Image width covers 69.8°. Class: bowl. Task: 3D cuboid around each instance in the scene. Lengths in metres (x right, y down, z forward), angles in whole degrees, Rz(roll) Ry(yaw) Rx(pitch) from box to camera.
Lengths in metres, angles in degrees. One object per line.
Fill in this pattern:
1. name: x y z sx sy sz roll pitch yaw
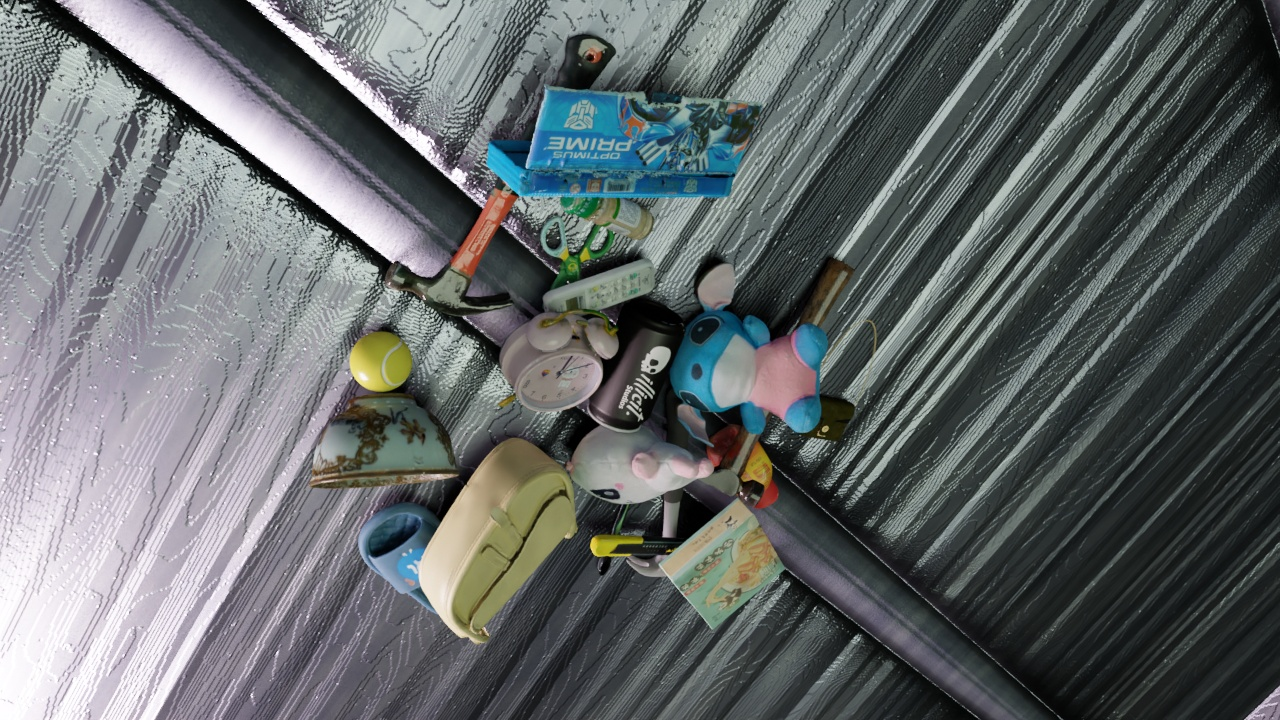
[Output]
1. bowl: -0.284 0.088 1.014 0.159 0.160 0.094 -3 80 -19

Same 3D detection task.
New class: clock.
1. clock: -0.090 -0.006 1.040 0.116 0.058 0.158 7 134 -35

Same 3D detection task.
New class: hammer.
1. hammer: 0.041 0.169 1.239 0.125 0.029 0.311 -7 121 -17
2. hammer: 0.169 0.019 1.165 0.120 0.033 0.330 27 97 -4
3. hammer: -0.131 -0.190 0.960 0.133 0.033 0.334 25 107 -29

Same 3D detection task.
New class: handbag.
1. handbag: -0.167 0.227 1.121 0.232 0.089 0.191 -49 136 -14
2. handbag: 0.274 0.027 1.244 0.084 0.027 0.178 10 113 -25

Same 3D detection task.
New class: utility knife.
1. utility knife: 0.014 0.252 1.248 0.173 0.020 0.029 5 116 -26

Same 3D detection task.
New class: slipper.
1. slipper: -0.275 0.262 1.157 0.104 0.059 0.214 -29 127 0

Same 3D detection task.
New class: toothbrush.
1. toothbrush: -0.028 0.215 1.252 0.014 0.017 0.188 8 113 -29

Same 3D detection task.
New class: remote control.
1. remote control: -0.047 -0.081 1.047 0.133 0.022 0.050 -20 145 -13

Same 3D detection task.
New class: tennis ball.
1. tennis ball: -0.281 0.001 0.994 0.065 0.065 0.065 -9 122 -16

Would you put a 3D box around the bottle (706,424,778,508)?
1. bottle: 0.143 0.149 1.252 0.071 0.048 0.134 -34 125 2

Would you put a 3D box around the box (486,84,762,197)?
1. box: -0.014 -0.222 0.906 0.243 0.114 0.114 -6 122 -30

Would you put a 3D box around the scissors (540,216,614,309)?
1. scissors: -0.086 -0.109 1.033 0.112 0.012 0.131 24 110 -34

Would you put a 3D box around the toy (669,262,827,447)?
1. toy: 0.129 -0.002 1.106 0.191 0.098 0.224 8 96 14

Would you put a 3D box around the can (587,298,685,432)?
1. can: -0.006 0.006 1.091 0.080 0.080 0.146 11 115 -26

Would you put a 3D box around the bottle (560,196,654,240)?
1. bottle: -0.034 -0.163 0.995 0.109 0.042 0.043 17 113 -41

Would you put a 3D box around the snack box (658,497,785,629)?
1. snack box: 0.119 0.290 1.297 0.141 0.044 0.194 -39 140 -6

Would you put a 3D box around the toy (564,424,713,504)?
1. toy: 0.003 0.128 1.127 0.138 0.180 0.101 21 73 -55
